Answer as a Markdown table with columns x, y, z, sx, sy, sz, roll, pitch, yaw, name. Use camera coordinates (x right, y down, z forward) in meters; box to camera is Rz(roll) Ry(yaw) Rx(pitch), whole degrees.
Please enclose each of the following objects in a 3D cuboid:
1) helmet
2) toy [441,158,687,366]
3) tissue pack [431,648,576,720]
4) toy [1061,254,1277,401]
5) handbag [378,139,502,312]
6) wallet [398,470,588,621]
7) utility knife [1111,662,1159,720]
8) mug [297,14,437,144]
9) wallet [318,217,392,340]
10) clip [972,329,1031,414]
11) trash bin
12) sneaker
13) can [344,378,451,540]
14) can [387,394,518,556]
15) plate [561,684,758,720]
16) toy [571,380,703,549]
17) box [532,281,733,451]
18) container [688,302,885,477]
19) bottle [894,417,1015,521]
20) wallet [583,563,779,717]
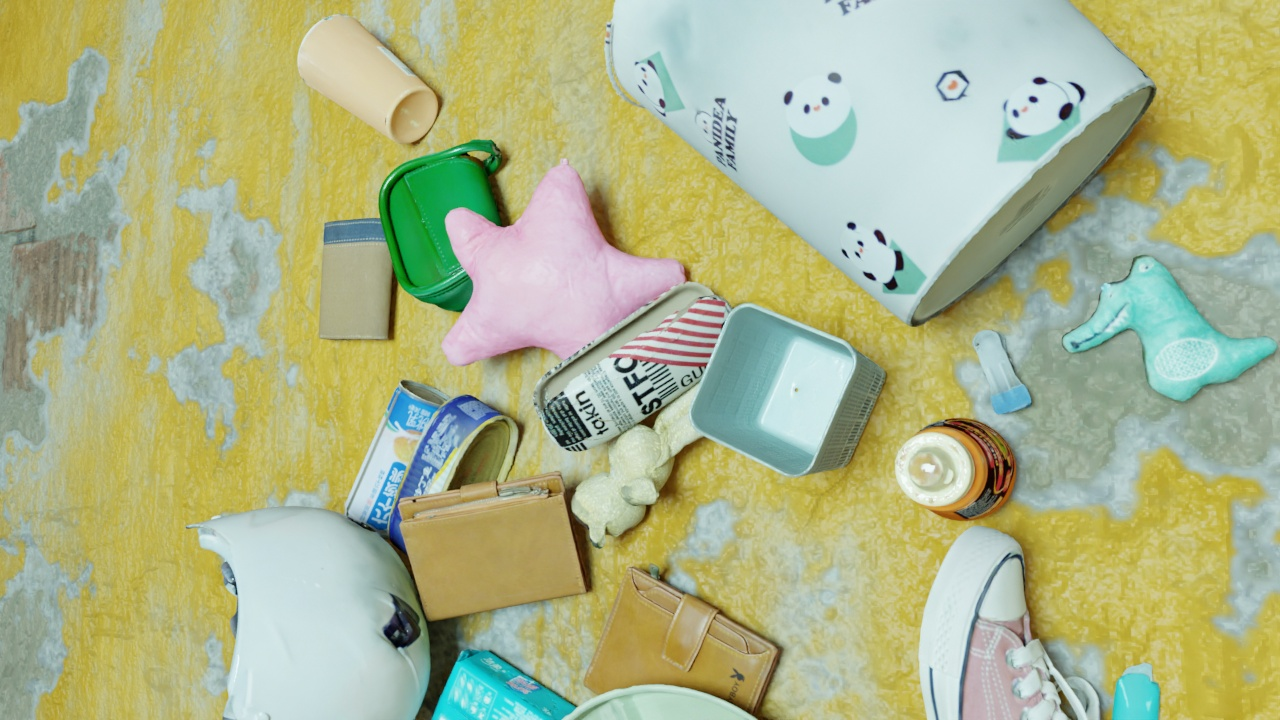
| x | y | z | sx | sy | sz | roll | pitch | yaw | name |
| --- | --- | --- | --- | --- | --- | --- | --- | --- | --- |
| -0.248 | 0.225 | 0.740 | 0.229 | 0.145 | 0.259 | 52 | 153 | 43 | helmet |
| -0.060 | -0.067 | 0.720 | 0.194 | 0.074 | 0.178 | 9 | 101 | 4 | toy |
| -0.106 | 0.301 | 0.729 | 0.133 | 0.050 | 0.093 | 24 | 94 | 27 | tissue pack |
| 0.313 | -0.017 | 0.558 | 0.097 | 0.030 | 0.092 | -36 | 65 | 28 | toy |
| -0.158 | -0.114 | 0.799 | 0.120 | 0.068 | 0.131 | -22 | 73 | 16 | handbag |
| -0.115 | 0.146 | 0.717 | 0.132 | 0.031 | 0.108 | -11 | 108 | 2 | wallet |
| 0.293 | 0.260 | 0.547 | 0.029 | 0.013 | 0.157 | 5 | 84 | 25 | utility knife |
| -0.250 | -0.258 | 0.856 | 0.123 | 0.078 | 0.078 | 39 | 102 | 20 | mug |
| -0.267 | -0.076 | 0.867 | 0.090 | 0.033 | 0.115 | 1 | 86 | 30 | wallet |
| 0.235 | 0.007 | 0.602 | 0.026 | 0.038 | 0.058 | -23 | 76 | 25 | clip |
| 0.144 | -0.172 | 0.564 | 0.230 | 0.229 | 0.252 | -46 | 72 | 16 | trash bin |
| 0.221 | 0.220 | 0.537 | 0.088 | 0.118 | 0.241 | 2 | 91 | 45 | sneaker |
| -0.213 | 0.088 | 0.807 | 0.053 | 0.053 | 0.134 | 29 | 98 | 27 | can |
| -0.157 | 0.103 | 0.765 | 0.049 | 0.074 | 0.148 | 28 | 99 | 30 | can |
| 0.026 | 0.337 | 0.645 | 0.230 | 0.027 | 0.230 | 1 | 93 | 18 | plate |
| 0.011 | 0.073 | 0.693 | 0.157 | 0.066 | 0.105 | -44 | 34 | 12 | toy |
| -0.005 | 0.003 | 0.689 | 0.163 | 0.075 | 0.082 | -37 | 36 | -3 | box |
| 0.105 | 0.023 | 0.615 | 0.090 | 0.111 | 0.090 | 25 | 96 | 28 | container |
| 0.183 | 0.065 | 0.547 | 0.067 | 0.149 | 0.066 | -3 | 82 | 27 | bottle |
| 0.031 | 0.221 | 0.680 | 0.131 | 0.035 | 0.119 | 23 | 101 | 27 | wallet |
